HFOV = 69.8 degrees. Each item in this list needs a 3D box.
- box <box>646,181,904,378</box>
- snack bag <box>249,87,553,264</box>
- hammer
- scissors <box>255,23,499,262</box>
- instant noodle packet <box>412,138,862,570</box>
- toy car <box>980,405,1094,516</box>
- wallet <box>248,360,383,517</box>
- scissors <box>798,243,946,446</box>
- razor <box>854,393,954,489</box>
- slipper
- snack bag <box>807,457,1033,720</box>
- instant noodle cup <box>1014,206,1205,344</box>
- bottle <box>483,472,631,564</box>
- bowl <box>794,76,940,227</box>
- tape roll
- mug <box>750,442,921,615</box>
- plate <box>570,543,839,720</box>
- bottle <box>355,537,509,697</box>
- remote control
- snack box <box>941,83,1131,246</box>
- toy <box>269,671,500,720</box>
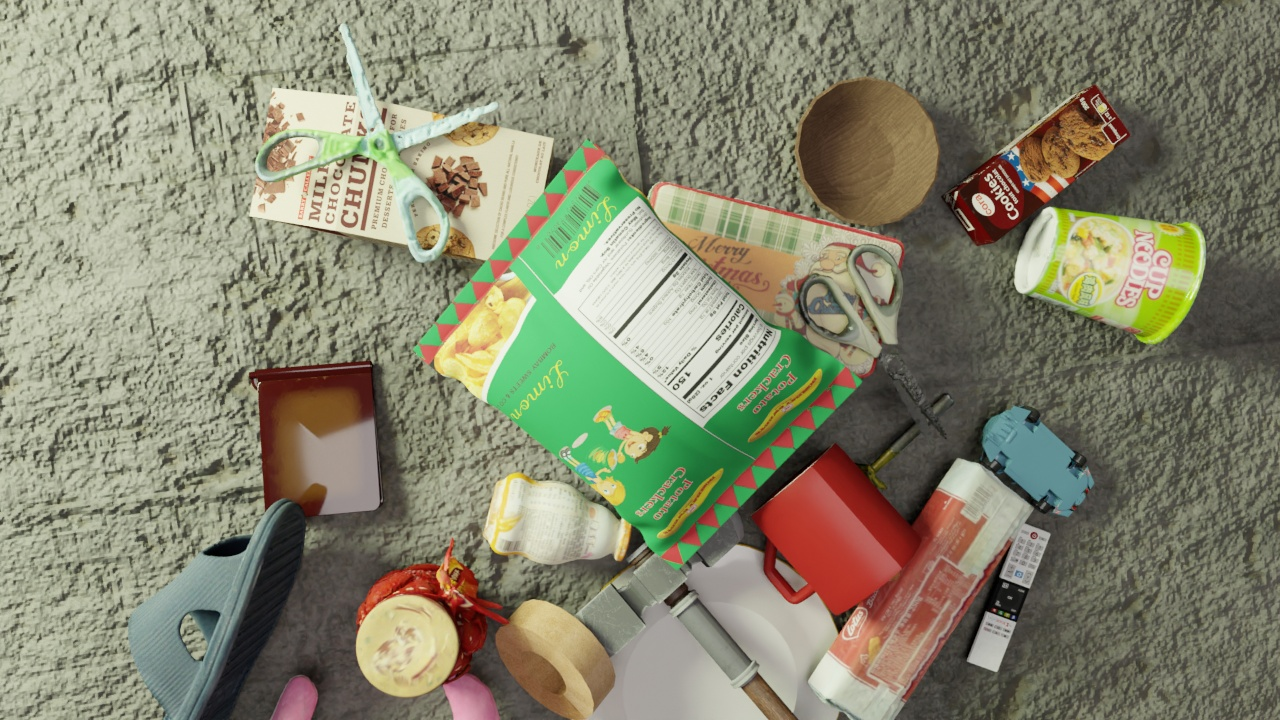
[{"bbox_3d":[0.093,-0.061,0.715,0.205,0.050,0.117,14,90,-5],"label":"box"},{"bbox_3d":[-0.174,-0.132,0.676,0.206,0.070,0.094,11,91,-6],"label":"snack bag"},{"bbox_3d":[0.104,0.265,0.685,0.156,0.043,0.322,-40,81,-8],"label":"hammer"},{"bbox_3d":[-0.178,-0.148,0.633,0.171,0.021,0.172,-17,90,-1],"label":"scissors"},{"bbox_3d":[-0.004,0.004,0.649,0.252,0.090,0.196,41,103,-6],"label":"instant noodle packet"},{"bbox_3d":[0.320,0.081,0.753,0.107,0.027,0.060,39,89,-16],"label":"toy car"},{"bbox_3d":[-0.248,0.061,0.706,0.091,0.018,0.115,-5,89,-5],"label":"wallet"},{"bbox_3d":[0.177,-0.004,0.698,0.132,0.012,0.169,-3,98,-3],"label":"scissors"},{"bbox_3d":[0.215,0.063,0.742,0.105,0.042,0.026,-40,93,-12],"label":"razor"},{"bbox_3d":[-0.327,0.208,0.670,0.082,0.101,0.264,26,96,1],"label":"slipper"},{"bbox_3d":[0.225,0.189,0.736,0.077,0.041,0.225,35,90,-23],"label":"snack bag"},{"bbox_3d":[0.362,-0.073,0.720,0.108,0.099,0.099,15,91,2],"label":"instant noodle cup"},{"bbox_3d":[-0.062,0.125,0.703,0.108,0.063,0.063,15,91,-7],"label":"bottle"},{"bbox_3d":[0.175,-0.161,0.724,0.118,0.030,0.118,0,88,-7],"label":"bowl"},{"bbox_3d":[-0.065,0.226,0.692,0.094,0.094,0.027,52,49,-5],"label":"tape roll"},{"bbox_3d":[0.138,0.137,0.706,0.096,0.080,0.117,49,118,10],"label":"mug"},{"bbox_3d":[0.055,0.261,0.739,0.229,0.021,0.230,0,93,-5],"label":"plate"},{"bbox_3d":[-0.155,0.189,0.673,0.099,0.111,0.099,0,88,-4],"label":"bottle"},{"bbox_3d":[0.305,0.196,0.764,0.028,0.012,0.124,21,91,-6],"label":"remote control"},{"bbox_3d":[0.318,-0.156,0.739,0.141,0.032,0.051,-38,95,-3],"label":"snack box"},{"bbox_3d":[-0.163,0.330,0.671,0.265,0.128,0.187,10,95,0],"label":"toy"}]
